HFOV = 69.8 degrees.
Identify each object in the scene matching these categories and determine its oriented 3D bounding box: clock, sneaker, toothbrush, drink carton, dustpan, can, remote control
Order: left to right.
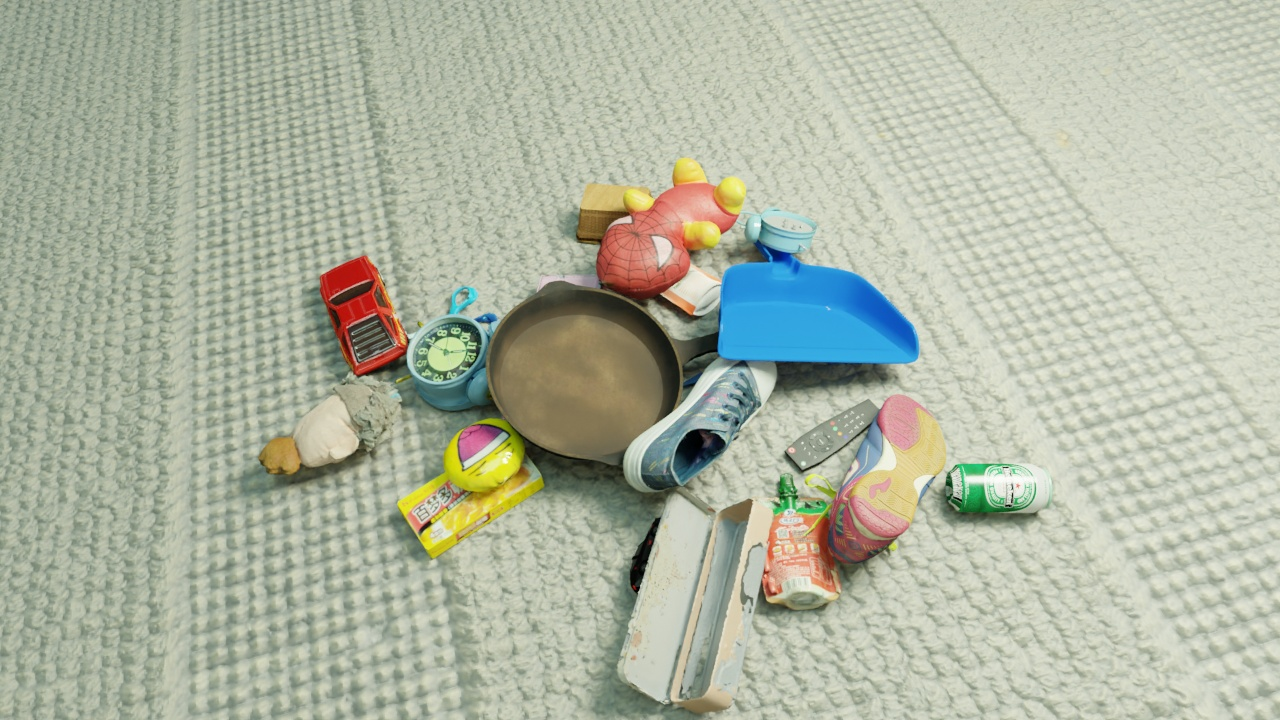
[{"bbox_3d":[-0.213,0.001,1.127,0.162,0.060,0.117,3,61,14],"label":"clock"},{"bbox_3d":[0.047,-0.107,1.207,0.069,0.039,0.122,-40,55,-22],"label":"drink carton"},{"bbox_3d":[0.082,0.020,1.121,0.132,0.016,0.021,-15,58,-5],"label":"toothbrush"},{"bbox_3d":[0.086,0.069,1.022,0.234,0.087,0.079,-40,27,-28],"label":"sneaker"},{"bbox_3d":[0.175,-0.177,1.200,0.123,0.042,0.087,24,32,24],"label":"clock"},{"bbox_3d":[0.185,-0.085,1.143,0.245,0.060,0.257,1,28,-13],"label":"dustpan"},{"bbox_3d":[0.226,0.086,1.066,0.124,0.010,0.039,-31,58,-16],"label":"remote control"},{"bbox_3d":[0.255,0.124,0.999,0.116,0.091,0.241,33,41,8],"label":"sneaker"},{"bbox_3d":[0.384,0.137,0.989,0.101,0.053,0.053,0,55,5],"label":"can"}]

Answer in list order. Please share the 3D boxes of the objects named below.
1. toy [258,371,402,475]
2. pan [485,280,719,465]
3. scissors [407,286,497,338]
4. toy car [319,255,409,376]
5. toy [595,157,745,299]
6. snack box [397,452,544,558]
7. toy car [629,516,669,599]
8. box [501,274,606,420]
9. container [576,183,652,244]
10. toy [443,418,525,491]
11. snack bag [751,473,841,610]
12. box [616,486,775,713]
[{"bbox_3d":[-0.360,0.085,1.078,0.175,0.076,0.133,-29,29,-15],"label":"toy"},{"bbox_3d":[-0.006,0.006,1.090,0.355,0.043,0.248,-12,63,-19],"label":"pan"},{"bbox_3d":[-0.246,-0.040,1.194,0.103,0.015,0.133,34,65,24],"label":"scissors"},{"bbox_3d":[-0.362,-0.062,1.194,0.081,0.056,0.189,-26,54,-9],"label":"toy car"},{"bbox_3d":[0.032,-0.159,1.166,0.216,0.099,0.147,-45,46,-16],"label":"toy"},{"bbox_3d":[-0.193,0.152,1.046,0.152,0.025,0.075,-32,58,-17],"label":"snack box"},{"bbox_3d":[0.013,0.210,0.980,0.036,0.042,0.091,-6,48,34],"label":"toy car"},{"bbox_3d":[-0.106,-0.014,1.144,0.098,0.046,0.232,7,56,8],"label":"box"},{"bbox_3d":[-0.032,-0.201,1.259,0.114,0.061,0.063,5,56,9],"label":"container"},{"bbox_3d":[-0.176,0.106,1.036,0.095,0.041,0.094,-36,54,-19],"label":"toy"},{"bbox_3d":[0.165,0.188,0.986,0.087,0.044,0.154,0,50,-2],"label":"snack bag"},{"bbox_3d":[0.068,0.236,0.924,0.108,0.095,0.215,-9,48,36],"label":"box"}]
